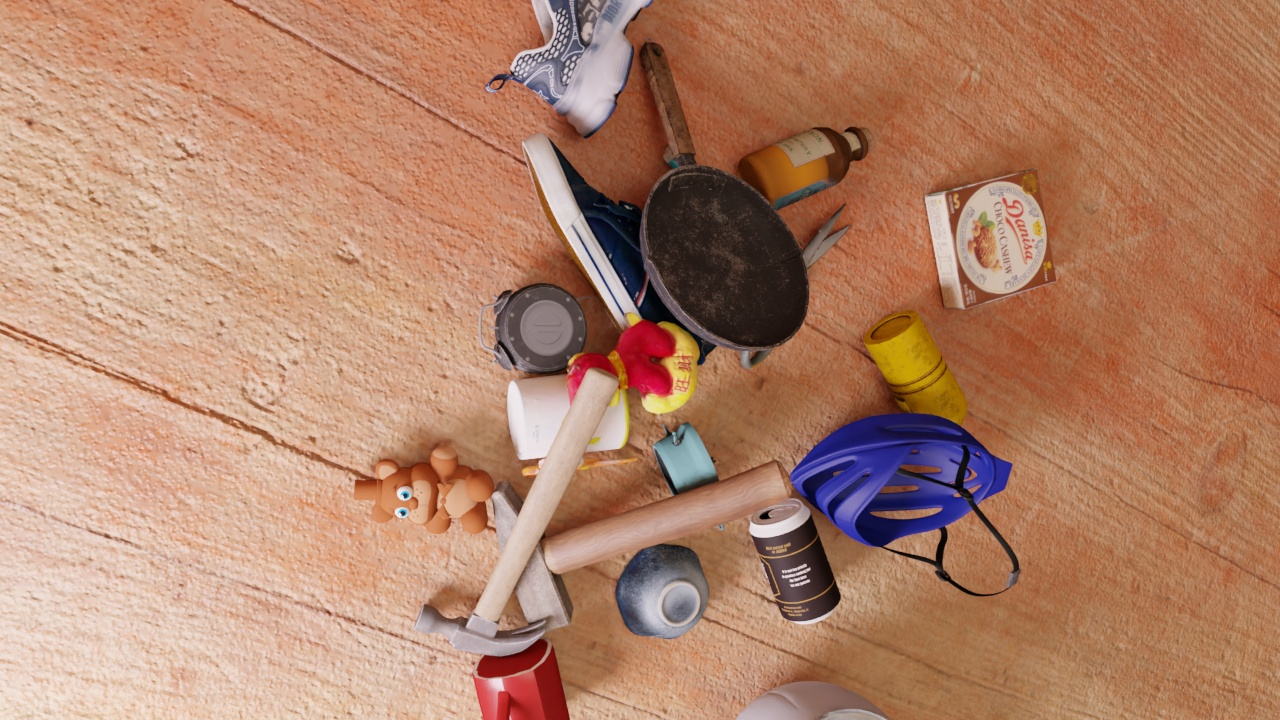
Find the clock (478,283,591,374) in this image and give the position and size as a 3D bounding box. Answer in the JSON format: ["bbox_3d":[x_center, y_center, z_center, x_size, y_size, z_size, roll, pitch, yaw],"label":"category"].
[{"bbox_3d":[-0.106,-0.031,0.923,0.122,0.044,0.091,1,87,-24],"label":"clock"}]

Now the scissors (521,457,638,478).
[{"bbox_3d":[-0.053,0.103,0.940,0.133,0.084,0.012,-4,75,-22],"label":"scissors"}]

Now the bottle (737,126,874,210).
[{"bbox_3d":[0.188,-0.218,1.010,0.156,0.068,0.068,-25,102,-17],"label":"bottle"}]

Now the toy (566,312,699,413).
[{"bbox_3d":[-0.005,0.005,0.877,0.137,0.067,0.105,-13,103,-19],"label":"toy"}]

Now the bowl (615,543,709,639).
[{"bbox_3d":[0.032,0.256,0.994,0.110,0.055,0.110,-1,94,-21],"label":"bowl"}]

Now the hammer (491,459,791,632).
[{"bbox_3d":[0.005,0.159,0.923,0.301,0.037,0.158,-19,101,6],"label":"hammer"}]

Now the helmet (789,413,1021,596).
[{"bbox_3d":[0.300,0.159,0.998,0.241,0.227,0.148,-7,127,-7],"label":"helmet"}]

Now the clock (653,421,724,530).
[{"bbox_3d":[0.058,0.126,0.978,0.053,0.090,0.124,-24,98,-6],"label":"clock"}]

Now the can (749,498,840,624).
[{"bbox_3d":[0.174,0.227,1.036,0.071,0.072,0.128,-25,102,-17],"label":"can"}]

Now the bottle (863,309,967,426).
[{"bbox_3d":[0.332,0.027,1.083,0.071,0.071,0.164,-38,106,-14],"label":"bottle"}]

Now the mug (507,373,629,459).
[{"bbox_3d":[-0.074,0.054,0.924,0.106,0.083,0.082,-6,96,-20],"label":"mug"}]

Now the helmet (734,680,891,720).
[{"bbox_3d":[0.173,0.477,1.007,0.236,0.164,0.264,13,96,-17],"label":"helmet"}]

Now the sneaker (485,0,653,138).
[{"bbox_3d":[-0.056,-0.365,0.897,0.132,0.103,0.269,19,91,-15],"label":"sneaker"}]

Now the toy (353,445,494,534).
[{"bbox_3d":[-0.210,0.129,0.887,0.127,0.065,0.095,4,111,-19],"label":"toy"}]

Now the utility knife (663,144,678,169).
[{"bbox_3d":[0.086,-0.179,1.003,0.158,0.015,0.022,36,56,-21],"label":"utility knife"}]

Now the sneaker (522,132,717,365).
[{"bbox_3d":[-0.006,-0.116,0.926,0.127,0.120,0.294,-35,108,-2],"label":"sneaker"}]

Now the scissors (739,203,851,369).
[{"bbox_3d":[0.168,-0.085,1.028,0.224,0.016,0.166,-33,129,-29],"label":"scissors"}]

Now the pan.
[{"bbox_3d":[0.057,-0.169,0.928,0.207,0.040,0.356,-7,71,-37],"label":"pan"}]

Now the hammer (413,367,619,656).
[{"bbox_3d":[-0.103,0.150,0.874,0.119,0.030,0.332,23,107,-11],"label":"hammer"}]

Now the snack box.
[{"bbox_3d":[0.428,-0.148,1.120,0.146,0.041,0.143,-16,99,-19],"label":"snack box"}]

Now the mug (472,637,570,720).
[{"bbox_3d":[-0.120,0.346,0.910,0.080,0.116,0.096,-10,99,9],"label":"mug"}]
